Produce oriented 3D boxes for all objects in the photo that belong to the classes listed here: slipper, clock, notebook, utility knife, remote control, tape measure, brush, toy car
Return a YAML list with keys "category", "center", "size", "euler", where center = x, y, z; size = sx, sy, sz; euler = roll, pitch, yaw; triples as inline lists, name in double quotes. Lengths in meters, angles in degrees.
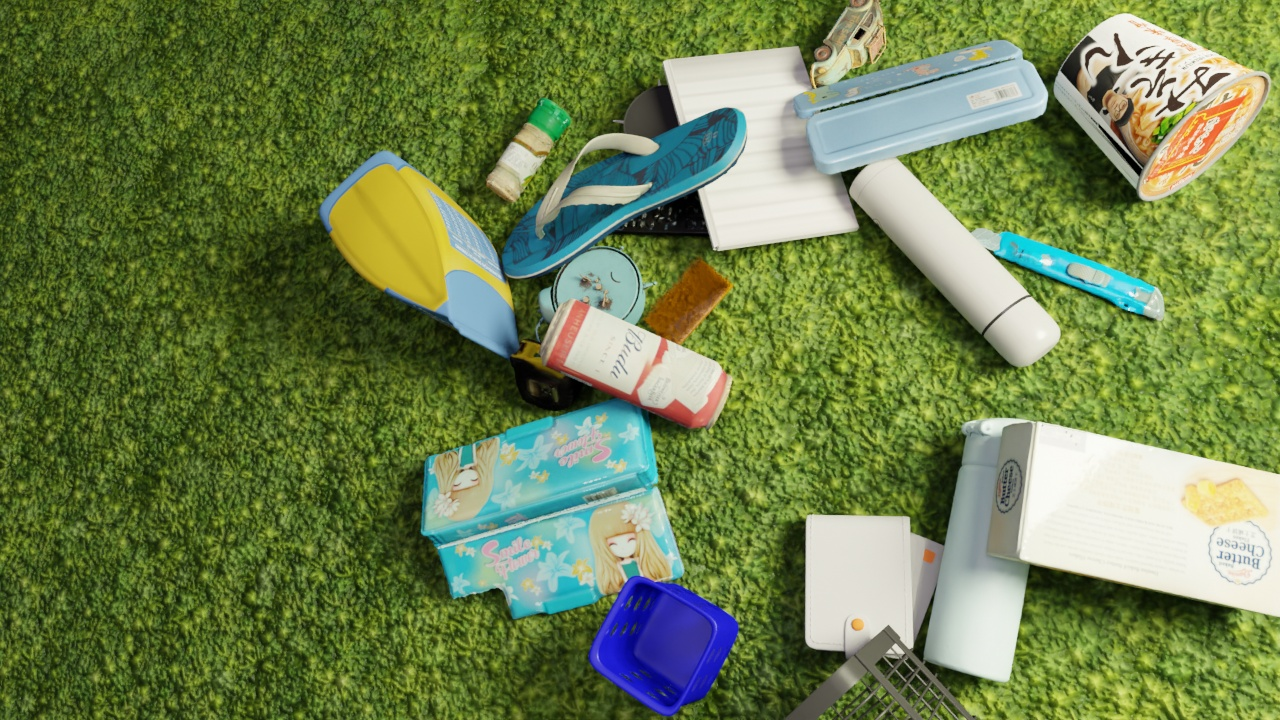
- category: "slipper"
  center: [-0.033, -0.170, 0.870]
  size: [0.296, 0.060, 0.118]
  euler: [-21, 43, 33]
- category: "clock"
  center: [-0.048, -0.053, 0.896]
  size: [0.124, 0.053, 0.090]
  euler: [-42, 67, 2]
- category: "notebook"
  center: [0.113, -0.209, 0.885]
  size: [0.142, 0.009, 0.209]
  euler: [-10, 71, -11]
- category: "utility knife"
  center: [0.370, -0.081, 0.802]
  size: [0.175, 0.015, 0.031]
  euler: [25, 79, 22]
- category: "clock"
  center: [0.034, -0.225, 0.924]
  size: [0.091, 0.042, 0.120]
  euler: [-41, 68, 2]
- category: "remote control"
  center: [0.041, -0.145, 0.913]
  size: [0.150, 0.022, 0.047]
  euler: [5, 77, 20]
- category: "tape measure"
  center: [-0.089, 0.020, 0.881]
  size: [0.063, 0.067, 0.038]
  euler: [12, 42, 19]
- category: "brush"
  center: [0.032, -0.040, 0.888]
  size: [0.048, 0.017, 0.126]
  euler: [42, 90, 22]
- category: "toy car"
  center: [0.210, -0.310, 0.892]
  size: [0.047, 0.047, 0.112]
  euler: [33, 87, 27]

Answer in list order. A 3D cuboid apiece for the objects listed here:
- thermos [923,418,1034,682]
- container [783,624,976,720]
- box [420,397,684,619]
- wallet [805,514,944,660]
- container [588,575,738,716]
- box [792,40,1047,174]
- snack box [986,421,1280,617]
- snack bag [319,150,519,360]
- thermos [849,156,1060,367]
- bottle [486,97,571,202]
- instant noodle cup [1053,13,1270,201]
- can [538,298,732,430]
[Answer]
- category: "thermos"
  center: [0.281, 0.146, 0.738]
  size: [0.078, 0.065, 0.206]
  euler: [18, 79, -14]
- category: "container"
  center: [0.141, 0.319, 0.659]
  size: [0.242, 0.162, 0.130]
  euler: [-49, 67, 14]
- category: "box"
  center: [-0.089, 0.140, 0.852]
  size: [0.227, 0.071, 0.181]
  euler: [-17, 70, 11]
- category: "wallet"
  center: [0.198, 0.189, 0.767]
  size: [0.115, 0.037, 0.118]
  euler: [-2, 71, 16]
- category: "container"
  center: [0.024, 0.234, 0.763]
  size: [0.085, 0.113, 0.084]
  euler: [27, 84, 21]
- category: "box"
  center: [0.249, -0.242, 0.841]
  size: [0.209, 0.034, 0.127]
  euler: [-13, 49, 8]
- category: "snack box"
  center: [0.374, 0.118, 0.687]
  size: [0.208, 0.057, 0.104]
  euler: [12, 79, -2]
- category: "snack bag"
  center: [-0.193, -0.081, 0.890]
  size: [0.102, 0.159, 0.205]
  euler: [-41, 70, 5]
- category: "thermos"
  center: [0.276, -0.089, 0.810]
  size: [0.052, 0.052, 0.224]
  euler: [-38, 68, 4]
- category: "bottle"
  center: [-0.119, -0.221, 0.969]
  size: [0.043, 0.043, 0.111]
  euler: [33, 87, 22]
- category: "instant noodle cup"
  center: [0.427, -0.222, 0.774]
  size: [0.123, 0.123, 0.121]
  euler: [-36, 59, 4]
- category: "can"
  center: [-0.005, 0.005, 0.832]
  size: [0.170, 0.067, 0.067]
  euler: [24, 82, -4]
